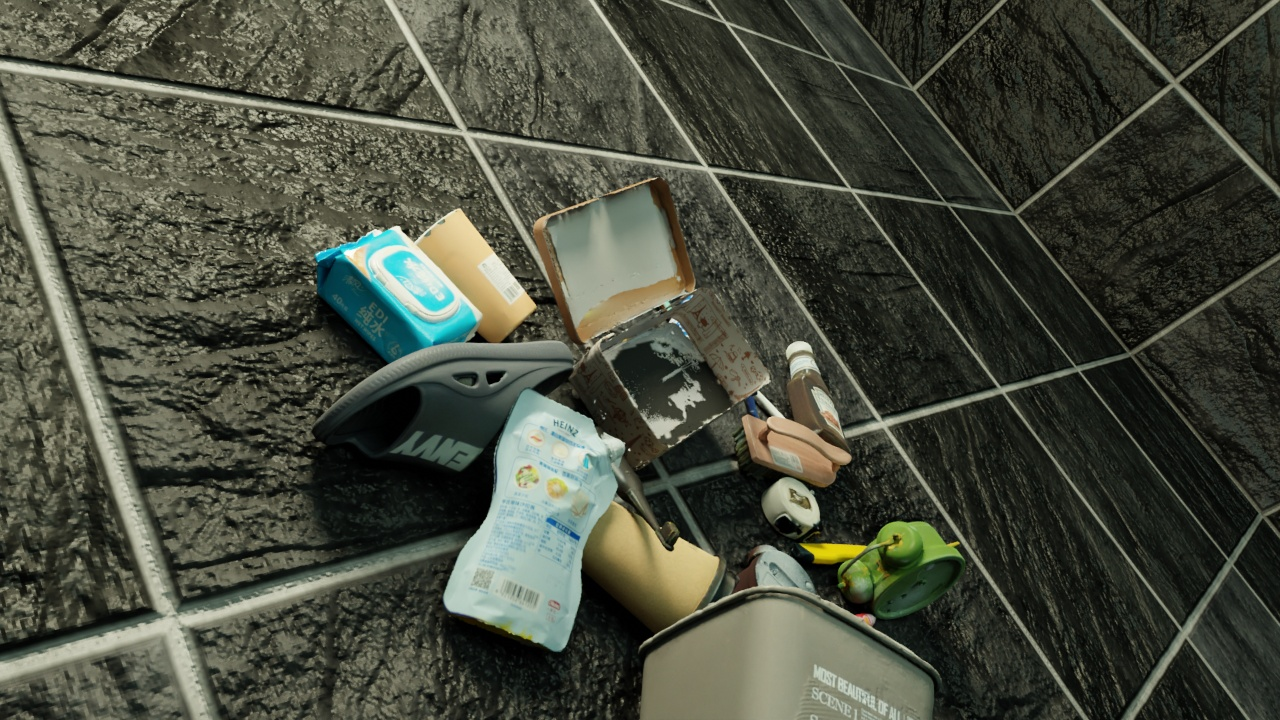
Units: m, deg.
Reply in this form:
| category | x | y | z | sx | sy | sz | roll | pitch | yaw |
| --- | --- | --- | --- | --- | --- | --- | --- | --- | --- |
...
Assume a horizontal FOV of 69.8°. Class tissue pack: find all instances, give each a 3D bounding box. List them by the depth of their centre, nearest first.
| category | x | y | z | sx | sy | sz | roll | pitch | yaw |
| --- | --- | --- | --- | --- | --- | --- | --- | --- | --- |
| tissue pack | -0.216 | -0.056 | 0.825 | 0.140 | 0.063 | 0.089 | 46 | 34 | 0 |

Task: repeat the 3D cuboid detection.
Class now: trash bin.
| category | x | y | z | sx | sy | sz | roll | pitch | yaw |
| --- | --- | --- | --- | --- | --- | --- | --- | --- | --- |
| trash bin | 0.099 | 0.317 | 0.666 | 0.199 | 0.199 | 0.219 | 33 | 42 | -18 |

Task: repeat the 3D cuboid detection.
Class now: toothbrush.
| category | x | y | z | sx | sy | sz | roll | pitch | yaw |
| --- | --- | --- | --- | --- | --- | --- | --- | --- | --- |
| toothbrush | -0.010 | 0.110 | 0.811 | 0.026 | 0.027 | 0.212 | 30 | 6 | -27 |
| toothbrush | 0.149 | 0.050 | 1.148 | 0.180 | 0.016 | 0.016 | 46 | 31 | -3 |

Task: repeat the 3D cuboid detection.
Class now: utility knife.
| category | x | y | z | sx | sy | sz | roll | pitch | yaw |
| --- | --- | --- | --- | --- | --- | --- | --- | --- | --- |
| utility knife | 0.225 | 0.221 | 1.040 | 0.154 | 0.015 | 0.033 | 11 | 16 | -40 |

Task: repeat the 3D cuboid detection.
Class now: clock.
| category | x | y | z | sx | sy | sz | roll | pitch | yaw |
| --- | --- | --- | --- | --- | --- | --- | --- | --- | --- |
| clock | 0.133 | 0.228 | 0.905 | 0.082 | 0.055 | 0.121 | 45 | 33 | 1 |
| clock | 0.284 | 0.229 | 1.015 | 0.161 | 0.116 | 0.056 | 17 | 32 | -40 |

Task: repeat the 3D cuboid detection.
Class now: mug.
| category | x | y | z | sx | sy | sz | roll | pitch | yaw |
| --- | --- | --- | --- | --- | --- | --- | --- | --- | --- |
| mug | -0.163 | -0.077 | 0.898 | 0.123 | 0.078 | 0.078 | 47 | 34 | -6 |

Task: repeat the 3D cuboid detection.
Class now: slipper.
| category | x | y | z | sx | sy | sz | roll | pitch | yaw |
| --- | --- | --- | --- | --- | --- | --- | --- | --- | --- |
| slipper | -0.139 | 0.041 | 0.768 | 0.267 | 0.111 | 0.083 | -11 | 66 | -55 |

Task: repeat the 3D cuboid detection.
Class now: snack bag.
| category | x | y | z | sx | sy | sz | roll | pitch | yaw |
| --- | --- | --- | --- | --- | --- | --- | --- | --- | --- |
| snack bag | -0.079 | 0.125 | 0.735 | 0.110 | 0.039 | 0.190 | 23 | 65 | -13 |

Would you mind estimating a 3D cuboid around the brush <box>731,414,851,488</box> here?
| category | x | y | z | sx | sy | sz | roll | pitch | yaw |
| --- | --- | --- | --- | --- | --- | --- | --- | --- | --- |
| brush | 0.178 | 0.109 | 1.064 | 0.145 | 0.073 | 0.063 | 24 | 39 | -32 |

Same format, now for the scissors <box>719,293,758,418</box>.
| category | x | y | z | sx | sy | sz | roll | pitch | yaw |
| --- | --- | --- | --- | --- | --- | --- | --- | --- | --- |
| scissors | 0.117 | 0.007 | 1.081 | 0.175 | 0.012 | 0.162 | -104 | 178 | -69 |

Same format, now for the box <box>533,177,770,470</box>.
| category | x | y | z | sx | sy | sz | roll | pitch | yaw |
| --- | --- | --- | --- | --- | --- | --- | --- | --- | --- |
| box | 0.005 | -0.042 | 0.947 | 0.177 | 0.107 | 0.272 | -29 | 95 | -38 |

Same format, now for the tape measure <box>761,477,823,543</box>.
| category | x | y | z | sx | sy | sz | roll | pitch | yaw |
| --- | --- | --- | --- | --- | --- | --- | --- | --- | --- |
| tape measure | 0.169 | 0.166 | 1.030 | 0.066 | 0.034 | 0.065 | 24 | 38 | -29 |

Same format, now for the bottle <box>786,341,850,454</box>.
| category | x | y | z | sx | sy | sz | roll | pitch | yaw |
| --- | --- | --- | --- | --- | --- | --- | --- | --- | --- |
| bottle | 0.222 | 0.048 | 1.191 | 0.080 | 0.044 | 0.194 | 39 | 28 | -29 |

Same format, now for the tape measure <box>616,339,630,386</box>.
| category | x | y | z | sx | sy | sz | roll | pitch | yaw |
| --- | --- | --- | --- | --- | --- | --- | --- | --- | --- |
| tape measure | -0.006 | 0.006 | 1.014 | 0.060 | 0.029 | 0.057 | 39 | 34 | -6 |

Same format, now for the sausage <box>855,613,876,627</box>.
| category | x | y | z | sx | sy | sz | roll | pitch | yaw |
| --- | --- | --- | --- | --- | --- | --- | --- | --- | --- |
| sausage | 0.202 | 0.280 | 0.957 | 0.155 | 0.020 | 0.020 | 6 | 50 | -43 |

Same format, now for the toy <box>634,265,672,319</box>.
| category | x | y | z | sx | sy | sz | roll | pitch | yaw |
| --- | --- | --- | --- | --- | --- | --- | --- | --- | --- |
| toy | 0.024 | -0.099 | 1.158 | 0.091 | 0.030 | 0.096 | -26 | 82 | -50 |

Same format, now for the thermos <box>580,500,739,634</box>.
| category | x | y | z | sx | sy | sz | roll | pitch | yaw |
| --- | --- | --- | --- | --- | --- | --- | --- | --- | --- |
| thermos | 0.006 | 0.180 | 0.797 | 0.143 | 0.093 | 0.092 | 36 | 34 | -1 |

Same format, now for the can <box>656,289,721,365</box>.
| category | x | y | z | sx | sy | sz | roll | pitch | yaw |
| --- | --- | --- | --- | --- | --- | --- | --- | --- | --- |
| can | 0.059 | -0.035 | 1.103 | 0.053 | 0.053 | 0.134 | 42 | 34 | -6 |
